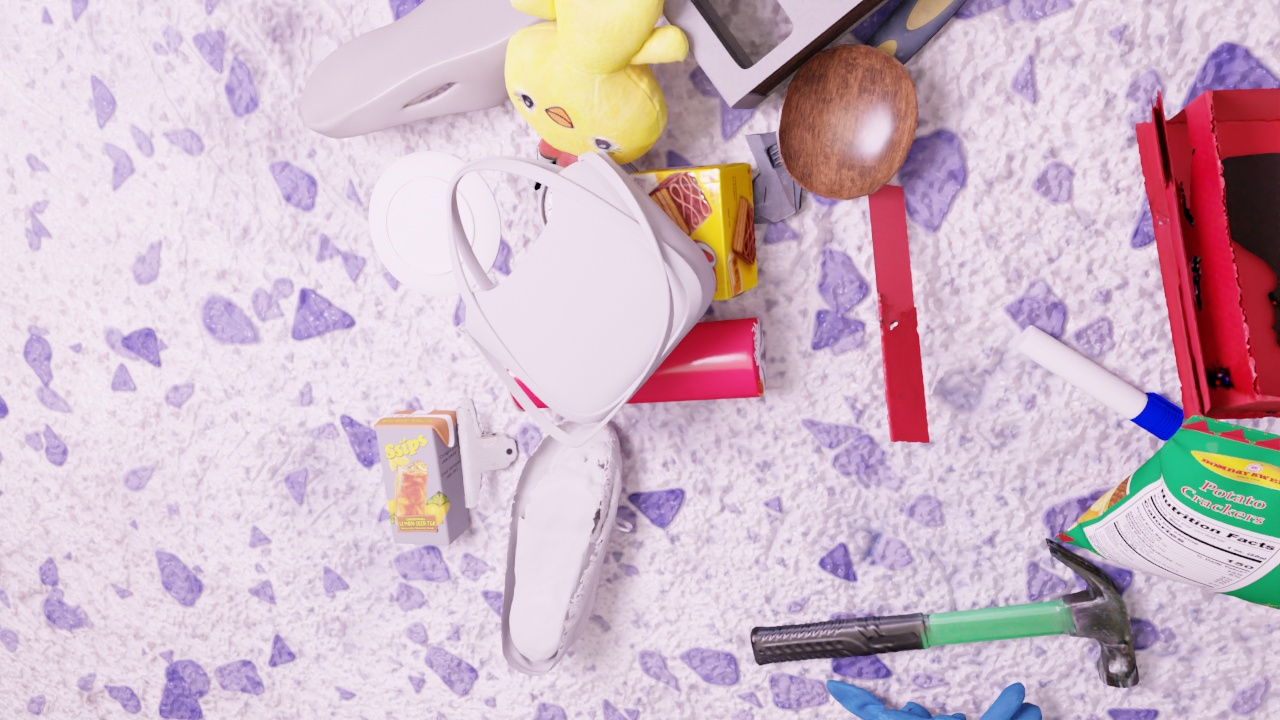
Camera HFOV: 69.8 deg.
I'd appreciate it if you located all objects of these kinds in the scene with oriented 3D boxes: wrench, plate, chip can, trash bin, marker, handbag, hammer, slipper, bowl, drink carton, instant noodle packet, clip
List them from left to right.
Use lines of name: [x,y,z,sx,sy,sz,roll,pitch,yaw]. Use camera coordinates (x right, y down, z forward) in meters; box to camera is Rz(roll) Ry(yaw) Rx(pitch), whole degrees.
drink carton: [-0.212,0.113,0.898,0.076,0.048,0.125,-1,104,16]
plate: [-0.194,-0.125,0.849,0.135,0.011,0.135,4,106,15]
slipper: [-0.158,-0.249,0.773,0.266,0.080,0.112,-24,55,13]
clip: [-0.154,0.087,0.889,0.058,0.052,0.102,12,111,43]
handbag: [-0.075,-0.061,0.718,0.222,0.095,0.216,42,112,3]
slipper: [-0.068,0.170,0.858,0.112,0.074,0.247,13,98,6]
chip can: [-0.005,0.005,0.799,0.221,0.069,0.069,-4,103,17]
trash bin: [0.130,-0.299,0.654,0.229,0.114,0.114,-35,93,21]
bowl: [0.157,-0.182,0.702,0.102,0.026,0.114,15,112,8]
wrench: [0.165,-0.210,0.717,0.073,0.022,0.274,45,112,1]
hammer: [0.254,0.237,0.809,0.319,0.032,0.130,-12,102,19]
marker: [0.360,0.016,0.722,0.133,0.023,0.027,33,89,5]
instant noodle packet: [0.433,0.115,0.641,0.196,0.253,0.090,15,64,12]

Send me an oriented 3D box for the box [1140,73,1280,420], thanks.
box: [0.412,-0.078,0.553,0.165,0.153,0.213,0,77,-5]

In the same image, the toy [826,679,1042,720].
toy: [0.260,0.328,0.809,0.177,0.070,0.113,-19,112,33]

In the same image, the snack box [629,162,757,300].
snack box: [0.044,-0.105,0.751,0.084,0.061,0.106,3,107,30]

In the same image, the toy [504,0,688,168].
toy: [-0.034,-0.221,0.678,0.134,0.208,0.092,28,66,2]

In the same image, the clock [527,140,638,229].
clock: [-0.047,-0.142,0.789,0.095,0.035,0.122,-28,96,20]
